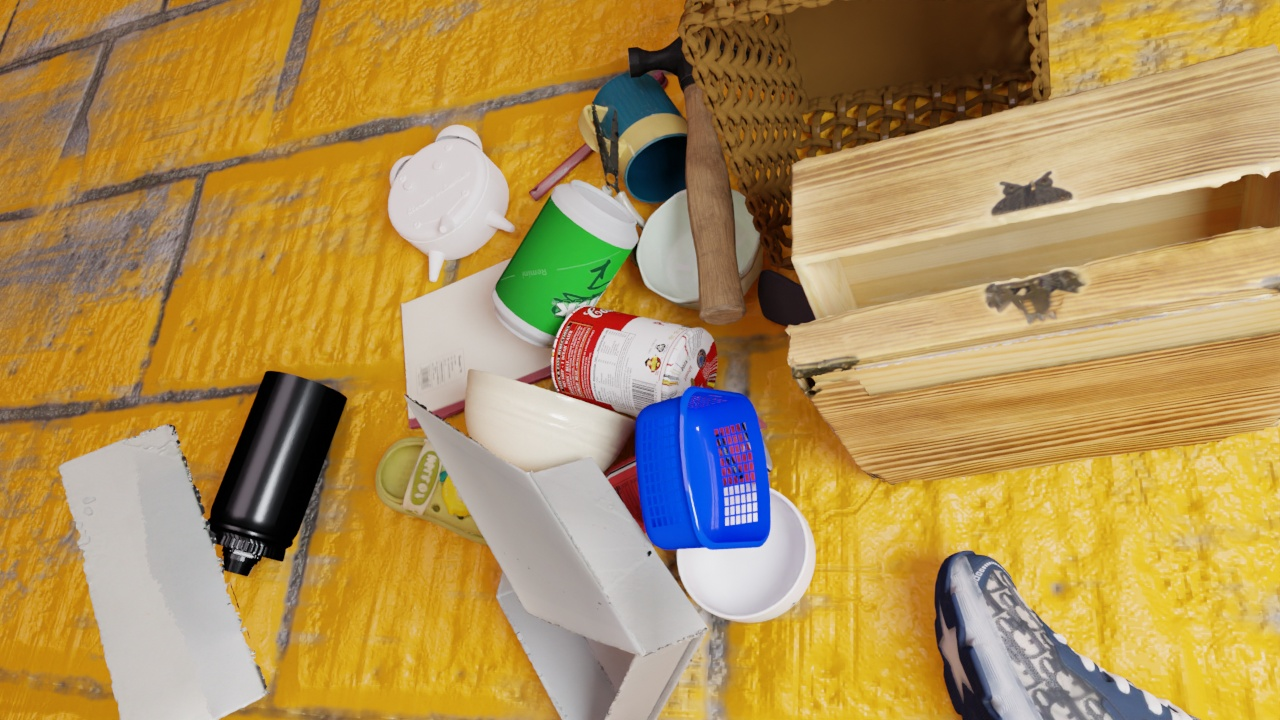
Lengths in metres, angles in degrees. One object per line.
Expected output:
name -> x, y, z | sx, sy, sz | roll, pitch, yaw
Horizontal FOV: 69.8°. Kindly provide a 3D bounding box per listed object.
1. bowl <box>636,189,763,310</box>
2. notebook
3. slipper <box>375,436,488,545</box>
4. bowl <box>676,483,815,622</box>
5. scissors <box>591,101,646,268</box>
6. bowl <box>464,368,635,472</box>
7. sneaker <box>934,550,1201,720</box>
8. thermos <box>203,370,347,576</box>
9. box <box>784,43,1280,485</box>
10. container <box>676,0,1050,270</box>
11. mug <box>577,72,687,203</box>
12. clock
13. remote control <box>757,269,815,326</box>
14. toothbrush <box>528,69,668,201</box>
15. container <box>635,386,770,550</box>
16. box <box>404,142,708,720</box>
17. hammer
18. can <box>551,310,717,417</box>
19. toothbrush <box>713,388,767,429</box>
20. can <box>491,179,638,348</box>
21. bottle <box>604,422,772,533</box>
bowl -> 0.061, -0.093, 0.827 | 0.118, 0.061, 0.117 | -11, 63, 22
notebook -> -0.153, -0.029, 0.933 | 0.209, 0.012, 0.153 | -20, 62, 17
slipper -> -0.182, 0.108, 0.847 | 0.191, 0.081, 0.091 | 8, 70, 31
bowl -> 0.086, 0.152, 0.711 | 0.105, 0.054, 0.104 | -12, 63, 23
scissors -> -0.019, -0.152, 0.854 | 0.154, 0.163, 0.012 | 48, 55, 3
bowl -> -0.086, 0.065, 0.782 | 0.151, 0.150, 0.075 | 15, 83, 30
sneaker -> 0.285, 0.234, 0.567 | 0.132, 0.103, 0.269 | -21, 60, 0
thermos -> -0.374, 0.118, 0.931 | 0.086, 0.086, 0.198 | 6, 71, 28
box -> 0.260, -0.028, 0.597 | 0.280, 0.245, 0.167 | -11, 54, 21
container -> 0.187, -0.238, 0.693 | 0.220, 0.252, 0.213 | -3, 55, 25
mug -> -0.007, -0.220, 0.888 | 0.083, 0.113, 0.107 | -55, 47, 39
clock -> -0.213, -0.180, 0.991 | 0.125, 0.073, 0.160 | -31, 58, 11
remote control -> 0.130, -0.045, 0.760 | 0.009, 0.046, 0.124 | -13, 21, -18
toothbrush -> -0.046, -0.238, 0.969 | 0.190, 0.016, 0.016 | -41, 58, 4
container -> 0.042, 0.082, 0.670 | 0.058, 0.096, 0.114 | -18, 72, 41
box -> -0.048, 0.097, 0.574 | 0.119, 0.480, 0.166 | -28, 55, -16
hammer -> 0.062, -0.166, 0.792 | 0.132, 0.040, 0.304 | -5, 60, 2
can -> -0.005, 0.005, 0.787 | 0.116, 0.086, 0.086 | 14, 75, 30
toothbrush -> 0.039, 0.014, 0.819 | 0.184, 0.015, 0.015 | 33, 92, 31
can -> -0.070, -0.087, 0.837 | 0.088, 0.087, 0.140 | 49, 114, 33
bottle -> 0.018, 0.102, 0.761 | 0.177, 0.062, 0.062 | -28, 59, 13
